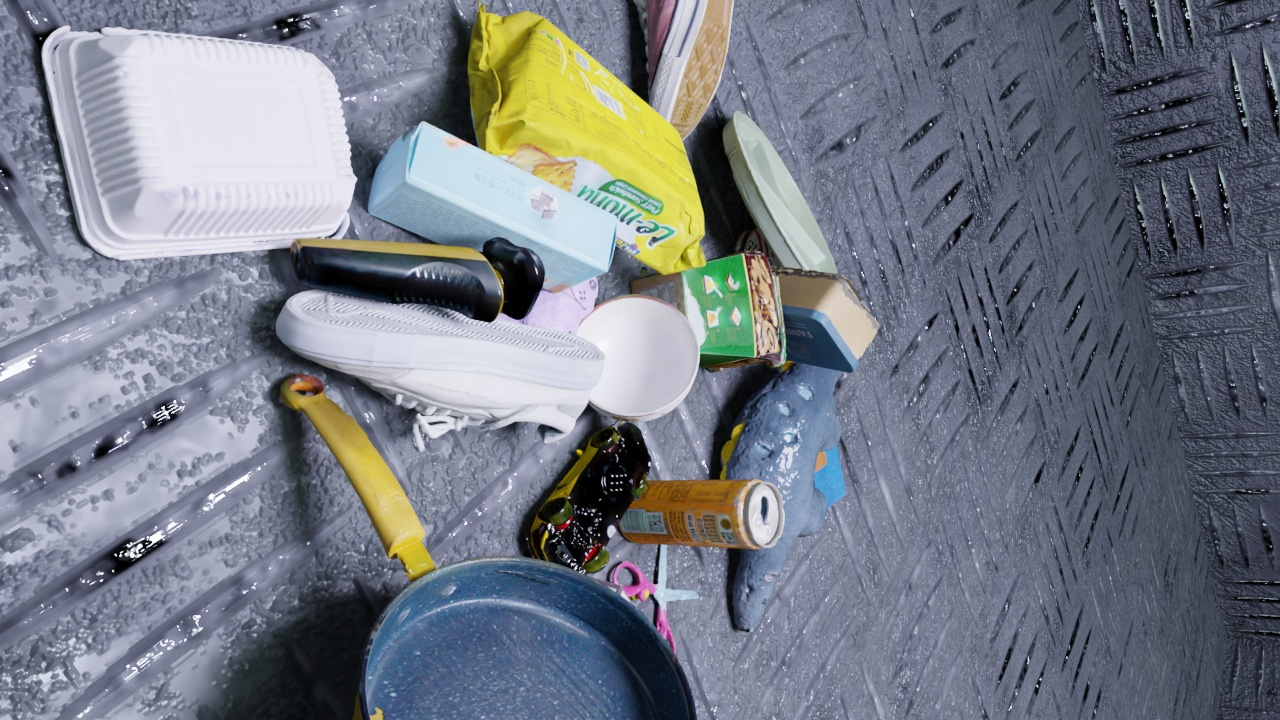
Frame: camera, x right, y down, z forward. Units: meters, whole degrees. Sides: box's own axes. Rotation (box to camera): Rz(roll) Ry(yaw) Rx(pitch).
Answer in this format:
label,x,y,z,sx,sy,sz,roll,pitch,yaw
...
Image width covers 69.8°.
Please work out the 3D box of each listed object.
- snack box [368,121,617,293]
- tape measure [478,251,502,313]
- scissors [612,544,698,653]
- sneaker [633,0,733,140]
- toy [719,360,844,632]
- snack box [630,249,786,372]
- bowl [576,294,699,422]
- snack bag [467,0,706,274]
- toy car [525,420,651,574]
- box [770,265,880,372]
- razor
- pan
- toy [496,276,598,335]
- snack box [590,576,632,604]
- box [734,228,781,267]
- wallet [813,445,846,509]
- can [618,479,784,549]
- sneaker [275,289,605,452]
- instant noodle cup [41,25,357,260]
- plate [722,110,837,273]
label,x,y,z,sx,sy,sz,roll,pitch,yaw
snack box,-0.108,-0.109,0.689,0.174,0.074,0.051,21,68,-32
tape measure,-0.124,-0.058,0.702,0.057,0.057,0.039,22,71,-36
scissors,0.016,0.222,0.852,0.133,0.017,0.133,20,65,-49
sneaker,0.035,-0.339,0.906,0.118,0.088,0.241,-12,117,-60
toy,0.148,0.103,0.957,0.138,0.092,0.355,35,69,-42
snack box,0.056,-0.042,0.877,0.105,0.118,0.117,-6,88,-37
bowl,-0.005,0.005,0.807,0.062,0.113,0.113,82,18,-68
snack bag,-0.040,-0.186,0.770,0.246,0.068,0.157,27,39,-41
toy car,-0.039,0.117,0.782,0.071,0.041,0.155,58,46,-26
box,0.154,-0.044,0.919,0.062,0.184,0.090,-52,122,-15
razor,-0.151,-0.062,0.629,0.167,0.062,0.067,4,53,-23
pan,-0.115,0.139,0.551,0.197,0.357,0.078,-19,141,-50
toy,-0.075,-0.047,0.771,0.084,0.039,0.107,35,58,-15
snack box,-0.036,0.252,0.727,0.113,0.053,0.125,69,36,-53
box,0.153,-0.080,1.041,0.072,0.060,0.164,-49,121,-18
wallet,0.199,0.108,1.063,0.106,0.040,0.133,-18,96,-53
can,0.050,0.133,0.802,0.058,0.146,0.058,9,79,-48
sneaker,-0.143,0.012,0.659,0.241,0.089,0.091,11,109,-35
instant noodle cup,-0.254,-0.139,0.565,0.173,0.060,0.138,-14,95,-50
plate,0.152,-0.165,0.996,0.230,0.028,0.229,46,27,-33
